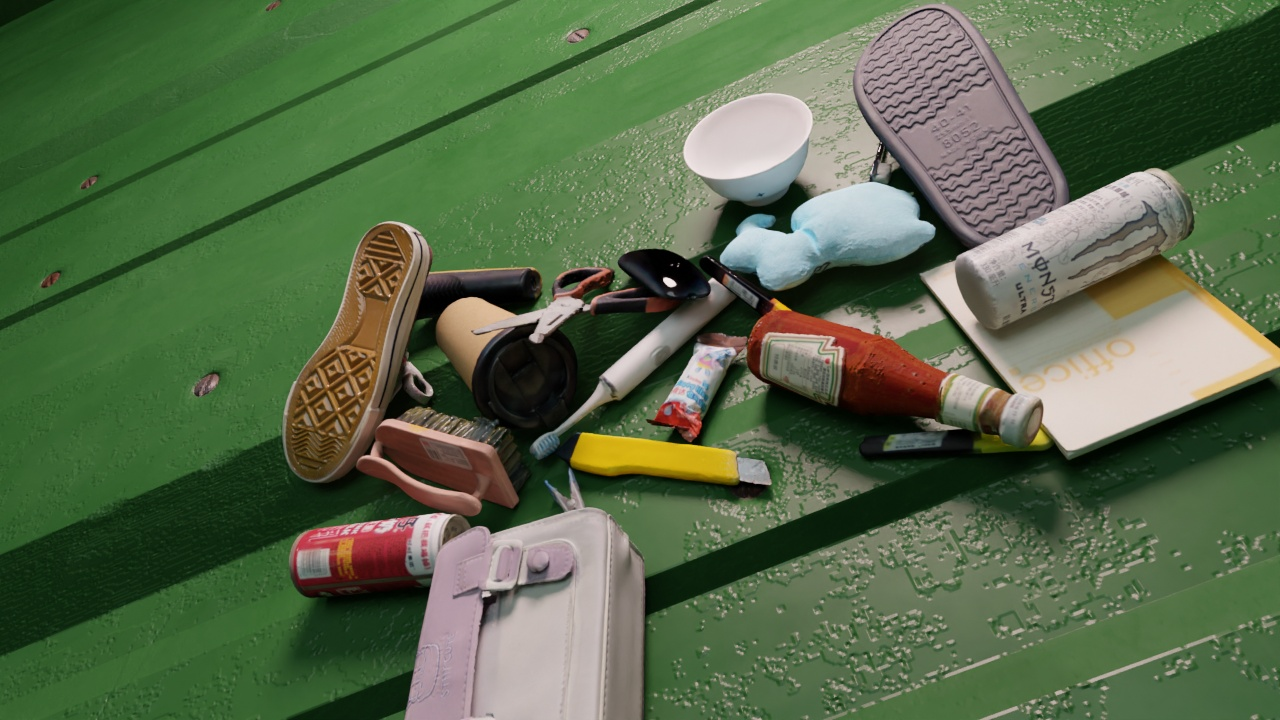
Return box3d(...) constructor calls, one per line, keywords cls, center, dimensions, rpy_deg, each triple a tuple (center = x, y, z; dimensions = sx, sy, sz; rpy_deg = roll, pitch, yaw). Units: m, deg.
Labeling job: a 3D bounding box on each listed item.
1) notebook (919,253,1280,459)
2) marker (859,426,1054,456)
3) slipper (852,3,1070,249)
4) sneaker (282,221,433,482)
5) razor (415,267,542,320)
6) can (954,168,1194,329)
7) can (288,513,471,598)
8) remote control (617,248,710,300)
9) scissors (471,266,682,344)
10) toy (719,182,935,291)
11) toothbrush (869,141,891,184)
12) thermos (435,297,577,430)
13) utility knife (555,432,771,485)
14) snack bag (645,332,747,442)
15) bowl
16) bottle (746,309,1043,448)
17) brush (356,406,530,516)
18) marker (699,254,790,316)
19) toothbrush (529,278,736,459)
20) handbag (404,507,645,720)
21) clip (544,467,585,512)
box3d(cls="notebook", center=(0.305, -0.031, 0.633), dimensions=(0.146, 0.010, 0.206), rpy_deg=(-23, 39, 5))
box3d(cls="marker", center=(0.209, 0.055, 0.613), dimensions=(0.124, 0.015, 0.018), rpy_deg=(-6, 48, 23))
box3d(cls="slipper", center=(0.262, -0.180, 0.758), dimensions=(0.111, 0.083, 0.267), rpy_deg=(-28, 56, 17))
box3d(cls="sneaker", center=(-0.240, -0.003, 0.828), dimensions=(0.118, 0.088, 0.241), rpy_deg=(17, 84, 20))
box3d(cls="razor", center=(-0.176, -0.068, 0.888), dimensions=(0.168, 0.062, 0.067), rpy_deg=(-5, 18, 15))
box3d(cls="can", center=(0.296, -0.077, 0.633), dimensions=(0.147, 0.058, 0.058), rpy_deg=(-25, 45, 2))
box3d(cls="can", center=(-0.195, 0.148, 0.697), dimensions=(0.133, 0.053, 0.053), rpy_deg=(-10, 47, 18))
box3d(cls="remote control", center=(0.018, -0.079, 0.785), dimensions=(0.053, 0.024, 0.136), rpy_deg=(-7, 21, -19))
box3d(cls="scissors", center=(-0.047, -0.048, 0.755), dimensions=(0.224, 0.015, 0.189), rpy_deg=(-6, 21, -22))
box3d(cls="toy", center=(0.156, -0.106, 0.756), dimensions=(0.156, 0.050, 0.161), rpy_deg=(-41, 41, -18))
box3d(cls="toothbrush", center=(0.233, -0.226, 0.851), dimensions=(0.018, 0.016, 0.180), rpy_deg=(4, 54, 21))
box3d(cls="thermos", center=(-0.118, -0.003, 0.777), dimensions=(0.093, 0.093, 0.143), rpy_deg=(-42, 37, -13))
box3d(cls="utility knife", center=(0.015, 0.077, 0.686), dimensions=(0.178, 0.015, 0.033), rpy_deg=(4, 59, 27))
box3d(cls="snack bag", center=(0.045, 0.019, 0.715), dimensions=(0.045, 0.026, 0.105), rpy_deg=(8, 53, 35))
box3d(cls="bowl", center=(0.104, -0.181, 0.837), dimensions=(0.118, 0.065, 0.118), rpy_deg=(-13, 47, 14))
box3d(cls="bottle", center=(0.169, 0.013, 0.632), dimensions=(0.206, 0.060, 0.059), rpy_deg=(19, 61, 40))
box3d(cls="brush", center=(-0.164, 0.080, 0.736), dimensions=(0.146, 0.063, 0.072), rpy_deg=(11, 46, 33))
box3d(cls="marker", center=(0.094, -0.049, 0.737), dimensions=(0.124, 0.018, 0.015), rpy_deg=(39, 45, 26))
box3d(cls="toothbrush", center=(-0.004, 0.004, 0.751), dimensions=(0.220, 0.027, 0.026), rpy_deg=(-41, 33, -13))
box3d(cls="handbag", center=(-0.075, 0.201, 0.567), dimensions=(0.145, 0.098, 0.196), rpy_deg=(-17, 45, 19))
box3d(cls="clip", center=(-0.049, 0.108, 0.683), dimensions=(0.044, 0.027, 0.058), rpy_deg=(-25, 44, -8))
